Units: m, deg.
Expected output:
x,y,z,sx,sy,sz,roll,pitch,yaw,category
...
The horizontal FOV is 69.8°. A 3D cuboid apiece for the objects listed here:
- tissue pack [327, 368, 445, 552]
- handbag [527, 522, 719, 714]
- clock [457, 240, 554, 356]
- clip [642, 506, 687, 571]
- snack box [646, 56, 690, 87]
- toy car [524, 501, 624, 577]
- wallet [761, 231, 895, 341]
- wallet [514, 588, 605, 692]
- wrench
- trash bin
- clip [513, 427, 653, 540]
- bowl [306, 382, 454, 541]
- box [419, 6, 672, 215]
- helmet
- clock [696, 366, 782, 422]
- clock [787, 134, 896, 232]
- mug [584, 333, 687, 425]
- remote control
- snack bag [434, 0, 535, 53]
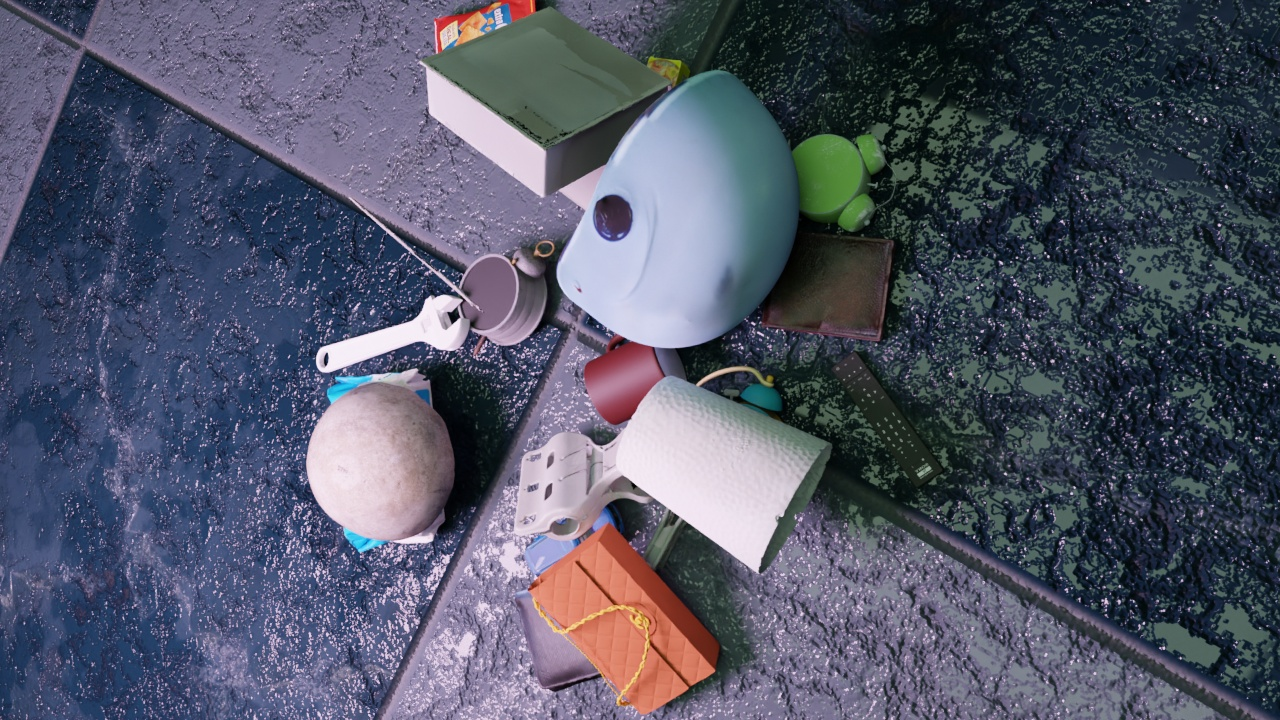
x,y,z,sx,sy,sz,roll,pitch,yaw,category
-0.296,0.118,1.073,0.117,0.066,0.209,-6,89,19,tissue pack
-0.020,0.265,0.912,0.109,0.060,0.172,-40,95,20,handbag
-0.148,-0.080,1.034,0.148,0.056,0.104,-45,61,20,clock
0.027,0.181,0.948,0.023,0.045,0.076,29,97,22,clip
0.012,-0.250,0.989,0.040,0.029,0.148,17,93,25,snack box
-0.072,0.194,0.983,0.120,0.043,0.056,-34,73,18,toy car
0.183,-0.074,0.898,0.120,0.031,0.099,7,91,23,wallet
-0.084,0.294,0.990,0.089,0.026,0.115,-25,76,22,wallet
-0.303,-0.024,1.095,0.274,0.018,0.066,-13,78,35,wrench
0.073,0.096,0.844,0.161,0.133,0.133,29,97,19,trash bin
-0.059,0.124,0.950,0.144,0.075,0.124,-15,37,7,clip
-0.298,0.116,0.999,0.179,0.081,0.178,1,94,16,bowl
-0.058,-0.204,0.960,0.167,0.380,0.171,39,85,22,box
0.055,-0.124,0.850,0.167,0.224,0.266,38,128,22,helmet
0.100,0.071,0.916,0.099,0.043,0.129,-18,85,22,clock
0.189,-0.175,0.895,0.119,0.042,0.094,11,91,25,clock
-0.006,0.006,0.960,0.083,0.073,0.105,-25,46,21,mug
0.233,0.055,0.872,0.030,0.009,0.140,-38,71,17,remote control
-0.181,-0.362,1.082,0.144,0.039,0.130,-8,82,26,snack bag
